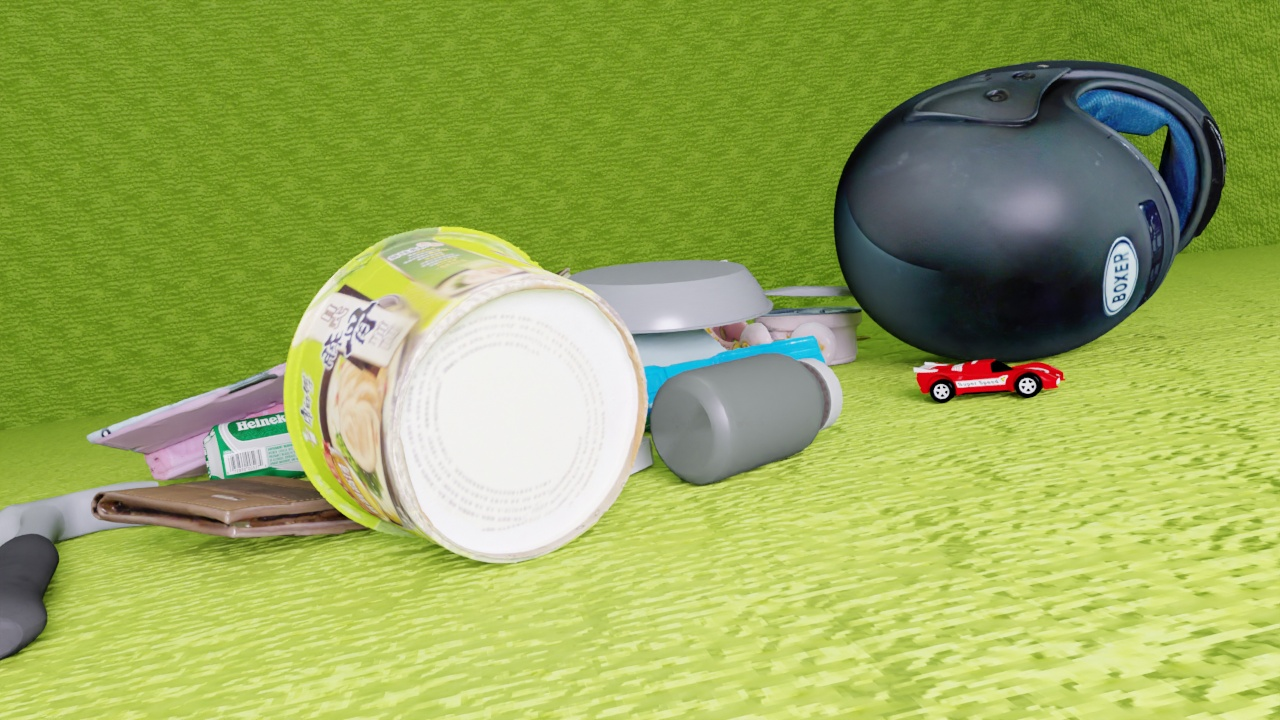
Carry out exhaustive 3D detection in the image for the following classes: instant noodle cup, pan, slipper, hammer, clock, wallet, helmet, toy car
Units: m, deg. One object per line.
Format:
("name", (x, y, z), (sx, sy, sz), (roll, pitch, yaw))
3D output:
("instant noodle cup", (-0.071, 0.017, 0.399), (0.146, 0.146, 0.098), (-11, 15, -33))
("pan", (0.086, -0.065, 0.844), (0.356, 0.051, 0.201), (-9, 14, -24))
("slipper", (0.094, -0.029, 1.142), (0.093, 0.081, 0.198), (-12, 7, -33))
("hammer", (-0.309, 0.101, 0.466), (0.124, 0.029, 0.311), (-11, 5, -29))
("clock", (0.174, -0.024, 0.993), (0.117, 0.059, 0.157), (0, 8, 35))
("wallet", (-0.205, 0.077, 0.478), (0.121, 0.027, 0.098), (0, -4, 33))
("helmet", (0.324, -0.116, 0.778), (0.317, 0.249, 0.235), (-1, 36, 21))
("toy car", (0.234, 0.012, 0.618), (0.090, 0.025, 0.038), (-6, 5, 34))

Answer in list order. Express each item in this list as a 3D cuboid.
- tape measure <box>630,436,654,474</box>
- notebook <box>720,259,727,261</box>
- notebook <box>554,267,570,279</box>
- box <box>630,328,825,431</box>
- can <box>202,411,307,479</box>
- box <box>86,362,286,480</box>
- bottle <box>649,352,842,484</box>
("tape measure", (-0.029, 0.059, 0.547), (0.065, 0.017, 0.064), (-6, 5, 31))
("notebook", (-0.025, -0.022, 0.936), (0.178, 0.013, 0.244), (-6, 34, 34))
("notebook", (-0.174, -0.015, 1.060), (0.215, 0.034, 0.190), (-46, 15, -18))
("box", (-0.003, 0.022, 0.696), (0.243, 0.071, 0.170), (-10, 13, -32))
("can", (-0.281, 0.067, 0.710), (0.101, 0.053, 0.053), (-11, 5, -28))
("box", (-0.294, 0.040, 0.752), (0.232, 0.039, 0.179), (-22, -7, -4))
("bottle", (0.060, 0.028, 0.499), (0.108, 0.060, 0.060), (-12, 5, -41))
